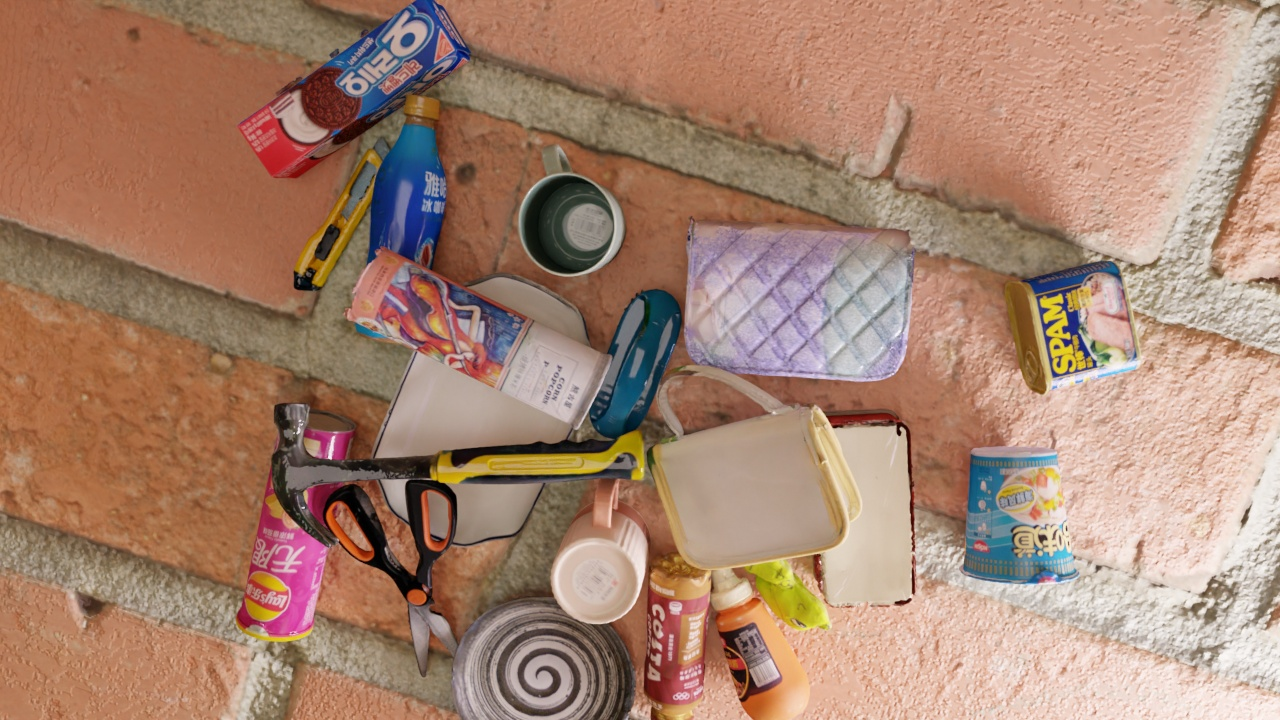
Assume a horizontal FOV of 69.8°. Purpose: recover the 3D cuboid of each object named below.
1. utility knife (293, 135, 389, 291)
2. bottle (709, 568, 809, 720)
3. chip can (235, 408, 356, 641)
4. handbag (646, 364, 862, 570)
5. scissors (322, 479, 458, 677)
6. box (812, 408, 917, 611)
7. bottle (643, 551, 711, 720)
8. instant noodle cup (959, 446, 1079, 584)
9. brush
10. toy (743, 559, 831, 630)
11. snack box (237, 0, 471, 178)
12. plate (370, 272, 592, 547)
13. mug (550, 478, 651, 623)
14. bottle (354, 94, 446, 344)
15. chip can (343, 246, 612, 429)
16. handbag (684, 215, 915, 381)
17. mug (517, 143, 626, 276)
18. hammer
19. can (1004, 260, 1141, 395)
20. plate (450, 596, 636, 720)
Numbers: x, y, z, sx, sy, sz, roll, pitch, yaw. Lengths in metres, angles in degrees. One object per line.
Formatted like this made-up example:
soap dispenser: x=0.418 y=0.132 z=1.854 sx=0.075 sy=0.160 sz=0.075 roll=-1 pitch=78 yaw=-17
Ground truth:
utility knife: x=-0.279 y=-0.134 z=0.855 sx=0.033 sy=0.015 sz=0.168 roll=32 pitch=99 yaw=-3
bottle: x=0.102 y=0.259 z=0.854 sx=0.067 sy=0.066 sz=0.149 roll=-25 pitch=87 yaw=7
chip can: x=-0.326 y=0.154 z=0.870 sx=0.071 sy=0.071 sz=0.210 roll=15 pitch=98 yaw=3
handbag: x=0.088 y=0.080 z=0.785 sx=0.164 sy=0.063 sz=0.179 roll=-17 pitch=98 yaw=30
scissors: x=-0.224 y=0.202 z=0.867 sx=0.198 sy=0.021 sz=0.227 roll=20 pitch=112 yaw=-5
box: x=0.195 y=0.133 z=0.819 sx=0.091 sy=0.076 sz=0.168 roll=-3 pitch=96 yaw=5
bottle: x=0.033 y=0.268 z=0.855 sx=0.057 sy=0.057 sz=0.175 roll=3 pitch=106 yaw=4
instant noodle cup: x=0.329 y=0.131 z=0.803 sx=0.099 sy=0.099 sz=0.110 roll=-2 pitch=89 yaw=5
brush: x=-0.005 y=0.005 z=0.821 sx=0.055 sy=0.073 sz=0.144 roll=22 pitch=99 yaw=-6
toy: x=0.129 y=0.208 z=0.842 sx=0.031 sy=0.097 sz=0.100 roll=-42 pitch=127 yaw=-25
snack box: x=-0.254 y=-0.241 z=0.819 sx=0.208 sy=0.057 sz=0.058 roll=-31 pitch=97 yaw=8
plate: x=-0.143 y=0.047 z=0.850 sx=0.162 sy=0.034 sz=0.266 roll=25 pitch=103 yaw=-1
mug: x=-0.033 y=0.166 z=0.828 sx=0.082 sy=0.105 sz=0.114 roll=5 pitch=98 yaw=4
bottle: x=-0.211 y=-0.126 z=0.825 sx=0.065 sy=0.065 sz=0.219 roll=11 pitch=99 yaw=3
chip can: x=-0.135 y=-0.019 z=0.775 sx=0.214 sy=0.071 sz=0.071 roll=26 pitch=99 yaw=-5
handbag: x=0.133 y=-0.053 z=0.802 sx=0.194 sy=0.075 sz=0.134 roll=4 pitch=95 yaw=3
mug: x=-0.060 y=-0.129 z=0.791 sx=0.082 sy=0.106 sz=0.112 roll=-16 pitch=96 yaw=7
hammer: x=-0.158 y=0.095 z=0.802 sx=0.323 sy=0.032 sz=0.126 roll=-2 pitch=85 yaw=-1
can: x=0.373 y=-0.030 z=0.793 sx=0.083 sy=0.057 sz=0.102 roll=-15 pitch=96 yaw=4
plate: x=-0.093 y=0.310 z=0.891 sx=0.179 sy=0.024 sz=0.179 roll=1 pitch=99 yaw=3
